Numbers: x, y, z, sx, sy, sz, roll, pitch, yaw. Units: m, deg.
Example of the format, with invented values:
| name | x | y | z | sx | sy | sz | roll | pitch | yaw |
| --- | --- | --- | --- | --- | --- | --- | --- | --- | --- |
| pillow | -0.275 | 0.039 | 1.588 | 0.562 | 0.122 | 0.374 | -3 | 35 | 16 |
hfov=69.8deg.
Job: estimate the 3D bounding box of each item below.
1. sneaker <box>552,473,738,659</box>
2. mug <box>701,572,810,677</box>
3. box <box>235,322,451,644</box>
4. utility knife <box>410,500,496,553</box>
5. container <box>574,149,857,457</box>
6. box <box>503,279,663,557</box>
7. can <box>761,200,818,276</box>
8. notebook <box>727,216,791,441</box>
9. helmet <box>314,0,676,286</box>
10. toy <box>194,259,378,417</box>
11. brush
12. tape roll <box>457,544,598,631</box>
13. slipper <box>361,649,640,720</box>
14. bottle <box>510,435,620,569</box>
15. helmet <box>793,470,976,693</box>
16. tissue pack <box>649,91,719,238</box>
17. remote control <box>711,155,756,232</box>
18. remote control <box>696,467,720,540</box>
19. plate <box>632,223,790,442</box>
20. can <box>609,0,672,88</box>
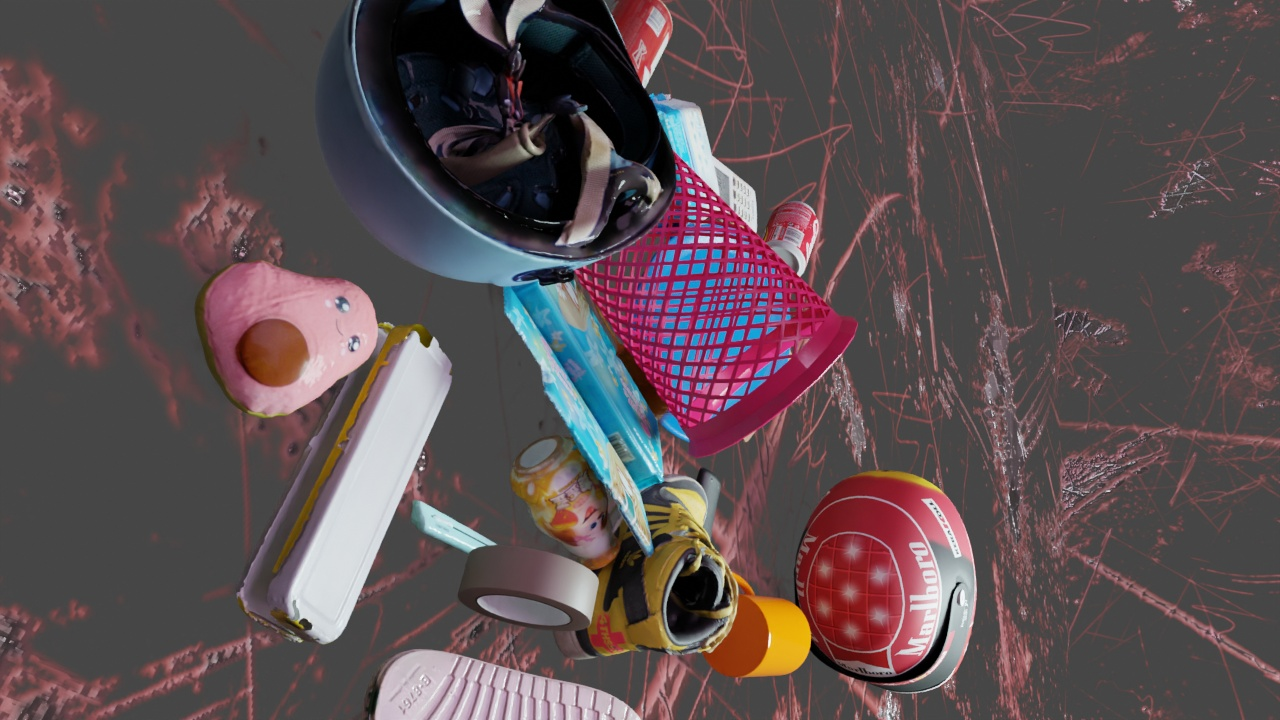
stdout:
| name | x | y | z | sx | sy | sz | roll | pitch | yaw |
| --- | --- | --- | --- | --- | --- | --- | --- | --- | --- |
| sneaker | 0.033 | 0.166 | 0.782 | 0.237 | 0.122 | 0.086 | -42 | 118 | -52 |
| mug | 0.109 | 0.261 | 0.925 | 0.096 | 0.078 | 0.112 | 24 | 34 | -52 |
| box | -0.179 | 0.069 | 0.573 | 0.066 | 0.045 | 0.209 | 62 | 34 | -46 |
| utility knife | -0.120 | 0.131 | 0.656 | 0.120 | 0.015 | 0.022 | 43 | 23 | -46 |
| container | 0.041 | -0.062 | 0.786 | 0.226 | 0.184 | 0.182 | 50 | 39 | -6 |
| box | -0.042 | 0.023 | 0.726 | 0.227 | 0.039 | 0.181 | 60 | 11 | -28 |
| can | 0.186 | -0.152 | 1.159 | 0.064 | 0.064 | 0.104 | 58 | 38 | -30 |
| notebook | 0.105 | -0.034 | 1.029 | 0.168 | 0.022 | 0.210 | -44 | 118 | -47 |
| helmet | -0.105 | -0.147 | 0.611 | 0.264 | 0.167 | 0.225 | -24 | 90 | -55 |
| toy | -0.202 | -0.018 | 0.537 | 0.109 | 0.051 | 0.090 | -29 | 107 | -57 |
| brush | -0.005 | 0.005 | 0.852 | 0.048 | 0.017 | 0.126 | -45 | 119 | -31 |
| tape roll | -0.078 | 0.160 | 0.639 | 0.093 | 0.094 | 0.030 | 43 | 47 | -43 |
| slipper | -0.087 | 0.263 | 0.628 | 0.239 | 0.065 | 0.094 | 32 | 51 | -28 |
| bottle | -0.054 | 0.113 | 0.715 | 0.109 | 0.063 | 0.062 | 62 | 37 | -23 |
| helmet | 0.283 | 0.265 | 1.070 | 0.224 | 0.198 | 0.271 | 3 | 87 | -57 |
| tissue pack | 0.030 | -0.200 | 0.936 | 0.092 | 0.062 | 0.144 | -35 | 114 | -56 |
| remote control | 0.097 | -0.193 | 1.069 | 0.138 | 0.025 | 0.060 | 21 | 64 | -53 |
| remote control | 0.059 | 0.179 | 0.912 | 0.041 | 0.020 | 0.151 | 48 | 43 | -41 |
| plate | 0.070 | -0.026 | 0.941 | 0.223 | 0.024 | 0.224 | -3 | 94 | -39 |
| can | -0.020 | -0.286 | 0.877 | 0.067 | 0.067 | 0.169 | 54 | 40 | -34 |
